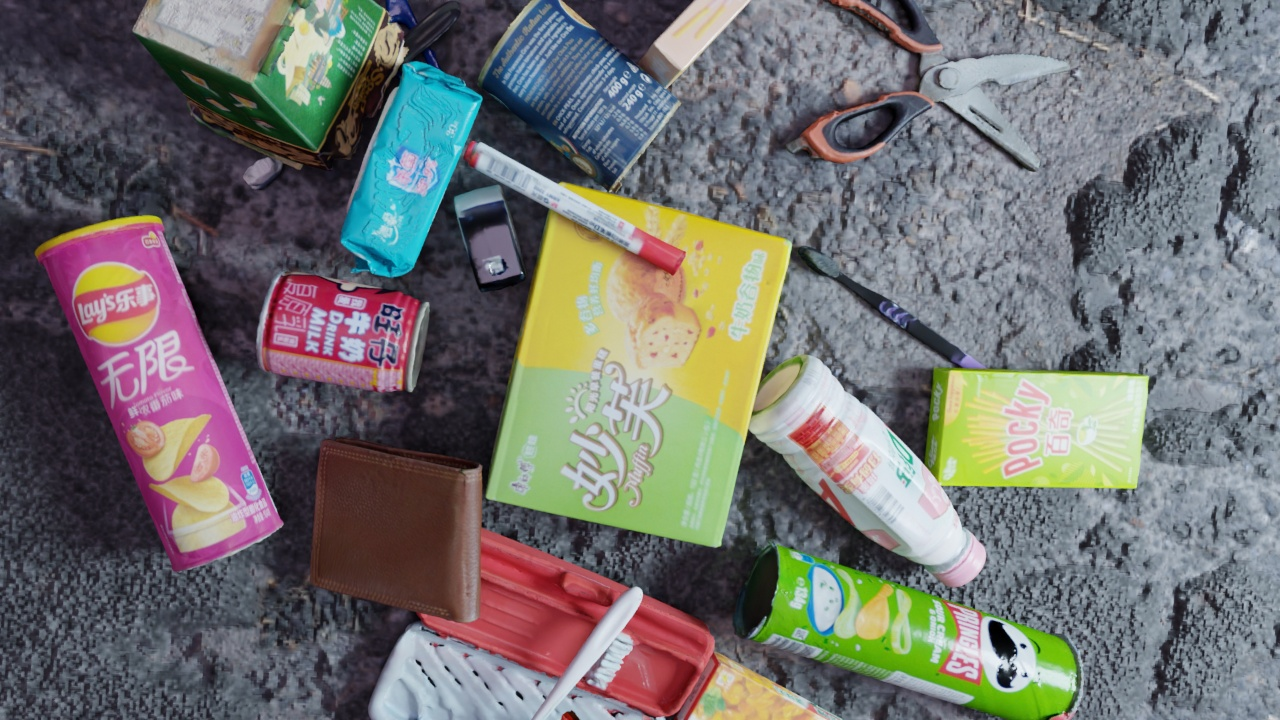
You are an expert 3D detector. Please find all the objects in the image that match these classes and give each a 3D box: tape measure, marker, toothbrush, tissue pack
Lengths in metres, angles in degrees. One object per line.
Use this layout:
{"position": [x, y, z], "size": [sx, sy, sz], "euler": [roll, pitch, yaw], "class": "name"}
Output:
{"position": [-0.097, -0.078, 0.593], "size": [0.033, 0.066, 0.066], "euler": [-16, 96, -5], "class": "tape measure"}
{"position": [-0.039, -0.092, 0.554], "size": [0.145, 0.017, 0.017], "euler": [28, 89, -6], "class": "marker"}
{"position": [-0.186, -0.172, 0.593], "size": [0.181, 0.018, 0.015], "euler": [-40, 91, 1], "class": "toothbrush"}
{"position": [-0.146, -0.116, 0.567], "size": [0.050, 0.093, 0.133], "euler": [21, 96, -19], "class": "tissue pack"}
{"position": [0.191, -0.029, 0.659], "size": [0.189, 0.017, 0.014], "euler": [32, 93, -10], "class": "toothbrush"}
{"position": [-0.055, 0.218, 0.607], "size": [0.016, 0.016, 0.180], "euler": [35, 98, -15], "class": "toothbrush"}

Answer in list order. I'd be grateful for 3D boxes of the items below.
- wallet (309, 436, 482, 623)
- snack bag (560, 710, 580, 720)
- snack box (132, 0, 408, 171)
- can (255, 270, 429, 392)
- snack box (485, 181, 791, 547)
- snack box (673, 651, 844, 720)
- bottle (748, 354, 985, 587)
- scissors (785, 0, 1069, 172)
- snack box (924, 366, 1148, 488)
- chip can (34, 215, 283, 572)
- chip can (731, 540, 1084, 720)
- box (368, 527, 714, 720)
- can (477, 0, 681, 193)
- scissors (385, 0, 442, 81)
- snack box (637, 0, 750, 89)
{"position": [-0.156, 0.107, 0.589], "size": [0.125, 0.032, 0.101], "euler": [7, 95, 22], "class": "wallet"}
{"position": [-0.060, 0.280, 0.617], "size": [0.048, 0.026, 0.104], "euler": [40, 101, -4], "class": "snack bag"}
{"position": [-0.219, -0.191, 0.536], "size": [0.117, 0.105, 0.118], "euler": [24, 85, 7], "class": "snack box"}
{"position": [-0.186, -0.017, 0.584], "size": [0.093, 0.066, 0.066], "euler": [11, 92, -8], "class": "can"}
{"position": [-0.004, 0.004, 0.607], "size": [0.157, 0.070, 0.210], "euler": [13, 91, -8], "class": "snack box"}
{"position": [0.101, 0.280, 0.659], "size": [0.156, 0.027, 0.077], "euler": [30, 90, -8], "class": "snack box"}
{"position": [0.161, 0.082, 0.638], "size": [0.197, 0.068, 0.068], "euler": [42, 87, -12], "class": "bottle"}
{"position": [0.198, -0.205, 0.650], "size": [0.225, 0.015, 0.189], "euler": [-19, 96, -7], "class": "scissors"}
{"position": [0.287, 0.049, 0.668], "size": [0.156, 0.026, 0.086], "euler": [2, 97, -8], "class": "snack box"}
{"position": [-0.295, 0.021, 0.570], "size": [0.071, 0.071, 0.210], "euler": [-20, 96, -6], "class": "chip can"}
{"position": [0.186, 0.195, 0.643], "size": [0.236, 0.072, 0.072], "euler": [19, 91, -8], "class": "chip can"}
{"position": [-0.067, 0.214, 0.632], "size": [0.201, 0.039, 0.158], "euler": [25, 102, -9], "class": "box"}
{"position": [-0.038, -0.171, 0.590], "size": [0.111, 0.075, 0.075], "euler": [38, 88, -8], "class": "can"}
{"position": [-0.157, -0.256, 0.601], "size": [0.162, 0.012, 0.174], "euler": [-6, 94, -5], "class": "scissors"}
{"position": [0.062, -0.242, 0.594], "size": [0.026, 0.084, 0.157], "euler": [43, 88, -11], "class": "snack box"}
